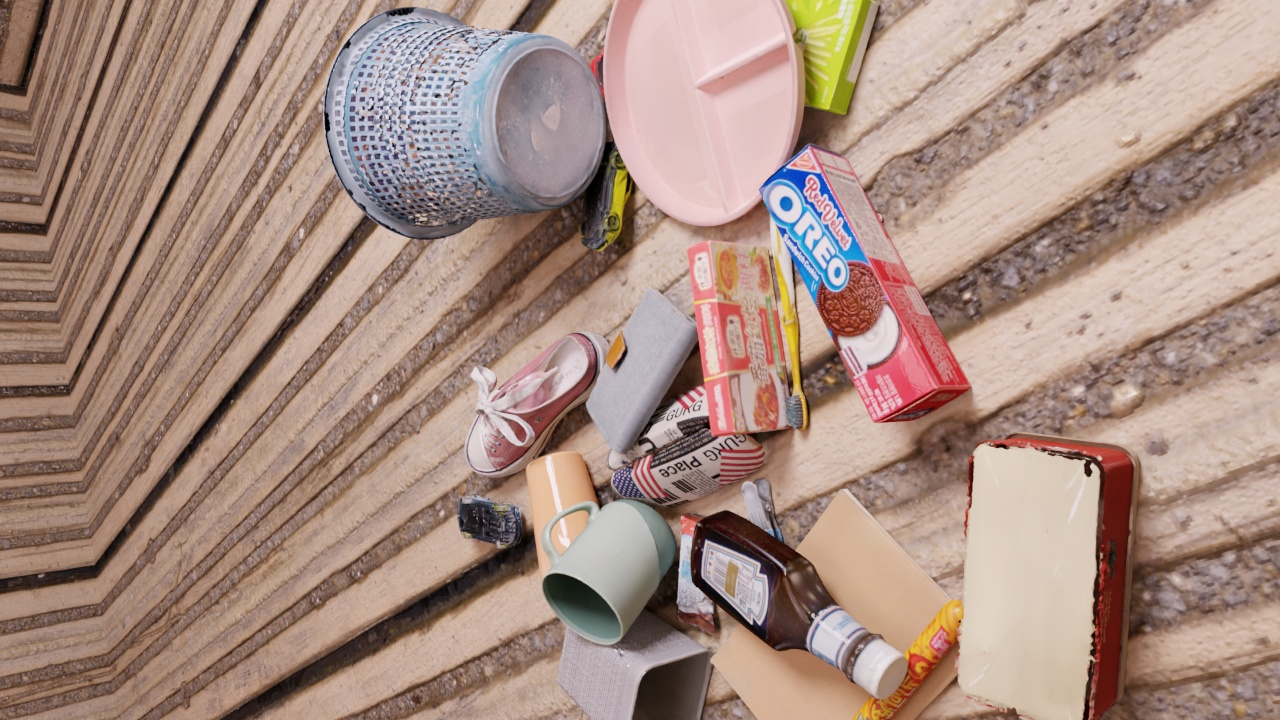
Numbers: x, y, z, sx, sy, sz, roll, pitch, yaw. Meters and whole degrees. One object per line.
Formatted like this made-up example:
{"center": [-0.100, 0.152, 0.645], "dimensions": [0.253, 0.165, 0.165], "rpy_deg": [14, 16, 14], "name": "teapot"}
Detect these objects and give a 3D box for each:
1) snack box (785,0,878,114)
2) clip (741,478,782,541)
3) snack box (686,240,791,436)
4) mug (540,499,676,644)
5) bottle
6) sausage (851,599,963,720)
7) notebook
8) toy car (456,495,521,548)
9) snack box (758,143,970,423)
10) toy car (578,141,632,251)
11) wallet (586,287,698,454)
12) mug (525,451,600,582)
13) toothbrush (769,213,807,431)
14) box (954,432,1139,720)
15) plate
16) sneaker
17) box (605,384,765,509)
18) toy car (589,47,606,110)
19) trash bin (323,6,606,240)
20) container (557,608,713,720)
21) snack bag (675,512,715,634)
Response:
{"center": [0.109, -0.254, 0.735], "dimensions": [0.156, 0.026, 0.086], "rpy_deg": [30, 111, 42], "name": "snack box"}
{"center": [0.100, 0.127, 0.762], "dimensions": [0.025, 0.035, 0.058], "rpy_deg": [-23, 79, 46], "name": "clip"}
{"center": [0.080, -0.018, 0.735], "dimensions": [0.026, 0.075, 0.153], "rpy_deg": [-14, 81, 46], "name": "snack box"}
{"center": [-0.033, 0.172, 0.808], "dimensions": [0.112, 0.106, 0.082], "rpy_deg": [45, 139, -2], "name": "mug"}
{"center": [0.115, 0.187, 0.701], "dimensions": [0.195, 0.044, 0.080], "rpy_deg": [28, 123, 47], "name": "bottle"}
{"center": [0.189, 0.228, 0.657], "dimensions": [0.021, 0.021, 0.165], "rpy_deg": [46, 122, 35], "name": "sausage"}
{"center": [0.151, 0.227, 0.716], "dimensions": [0.149, 0.012, 0.212], "rpy_deg": [48, 123, 32], "name": "notebook"}
{"center": [-0.168, 0.179, 1.027], "dimensions": [0.106, 0.031, 0.049], "rpy_deg": [2, 92, 44], "name": "toy car"}
{"center": [0.159, -0.057, 0.667], "dimensions": [0.057, 0.058, 0.207], "rpy_deg": [-37, 65, 37], "name": "snack box"}
{"center": [-0.031, -0.155, 0.872], "dimensions": [0.048, 0.032, 0.105], "rpy_deg": [1, 81, 52], "name": "toy car"}
{"center": [-0.005, 0.005, 0.817], "dimensions": [0.130, 0.037, 0.106], "rpy_deg": [-60, 28, 11], "name": "wallet"}
{"center": [-0.071, 0.156, 0.902], "dimensions": [0.078, 0.078, 0.122], "rpy_deg": [-35, 61, 40], "name": "mug"}
{"center": [0.117, -0.038, 0.738], "dimensions": [0.016, 0.018, 0.191], "rpy_deg": [-9, 84, 44], "name": "toothbrush"}
{"center": [0.246, 0.133, 0.568], "dimensions": [0.091, 0.078, 0.168], "rpy_deg": [5, 94, 45], "name": "box"}
{"center": [0.049, -0.228, 0.761], "dimensions": [0.230, 0.028, 0.230], "rpy_deg": [26, 125, 43], "name": "plate"}
{"center": [-0.128, 0.048, 0.942], "dimensions": [0.242, 0.087, 0.118], "rpy_deg": [-40, 64, 38], "name": "sneaker"}
{"center": [0.039, 0.081, 0.807], "dimensions": [0.163, 0.075, 0.087], "rpy_deg": [-29, 101, 40], "name": "box"}
{"center": [-0.017, -0.279, 0.862], "dimensions": [0.107, 0.031, 0.049], "rpy_deg": [-32, 67, 44], "name": "toy car"}
{"center": [-0.148, -0.220, 0.864], "dimensions": [0.195, 0.226, 0.226], "rpy_deg": [13, 100, 41], "name": "trash bin"}
{"center": [-0.010, 0.280, 0.829], "dimensions": [0.114, 0.090, 0.090], "rpy_deg": [24, 108, 46], "name": "container"}
{"center": [0.050, 0.186, 0.808], "dimensions": [0.045, 0.026, 0.105], "rpy_deg": [7, 97, 40], "name": "snack bag"}
